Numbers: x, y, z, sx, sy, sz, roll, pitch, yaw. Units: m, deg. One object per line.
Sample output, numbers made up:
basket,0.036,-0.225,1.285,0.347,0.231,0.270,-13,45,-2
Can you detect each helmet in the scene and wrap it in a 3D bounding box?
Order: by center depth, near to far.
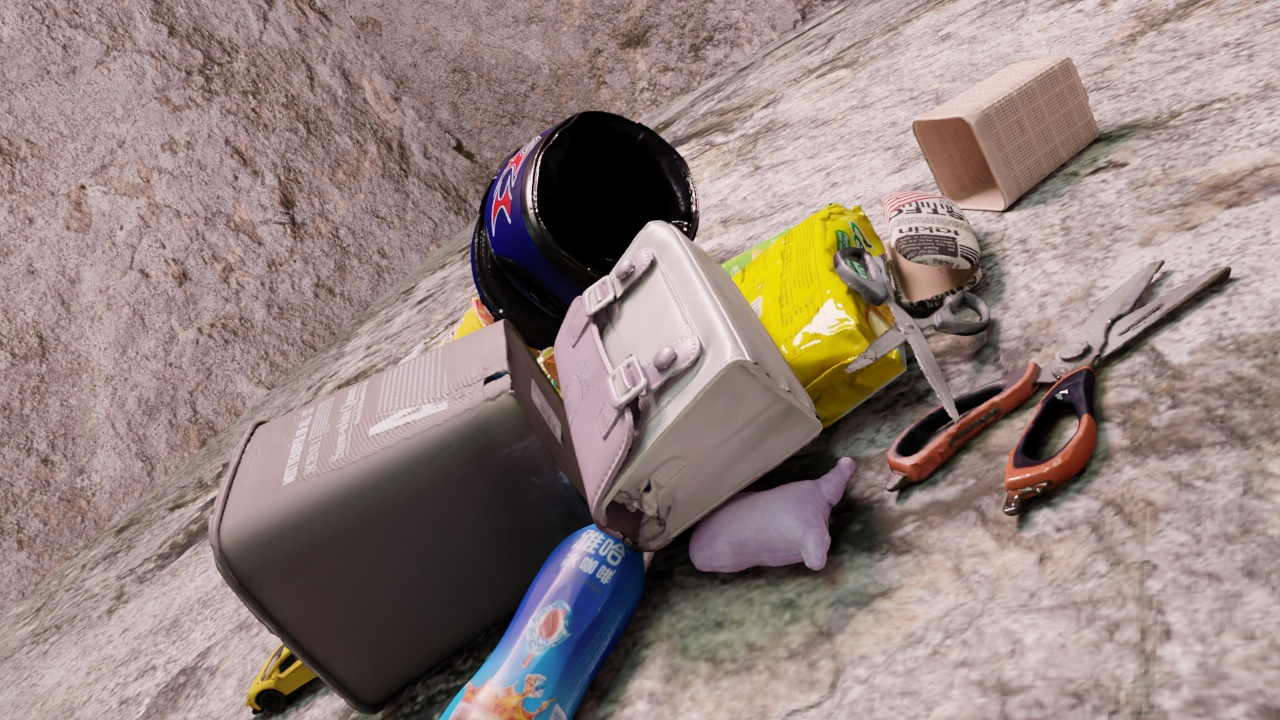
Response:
helmet,-0.079,-0.125,1.048,0.241,0.247,0.314,-44,11,41

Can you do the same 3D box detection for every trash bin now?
trash bin,-0.154,0.099,0.677,0.220,0.199,0.199,-30,28,4

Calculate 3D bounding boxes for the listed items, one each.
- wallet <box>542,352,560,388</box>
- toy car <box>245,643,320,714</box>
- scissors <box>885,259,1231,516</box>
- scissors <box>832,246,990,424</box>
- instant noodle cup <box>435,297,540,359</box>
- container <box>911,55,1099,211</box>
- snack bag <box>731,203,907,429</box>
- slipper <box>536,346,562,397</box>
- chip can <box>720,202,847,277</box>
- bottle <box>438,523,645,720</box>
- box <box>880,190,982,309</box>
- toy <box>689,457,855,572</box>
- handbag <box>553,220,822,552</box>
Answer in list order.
wallet,-0.005,0.005,0.808,0.132,0.108,0.031,-35,-2,-3
toy car,-0.276,0.246,0.778,0.156,0.041,0.071,-33,17,12
scissors,0.232,0.013,0.512,0.190,0.015,0.220,-22,21,35
scissors,0.170,-0.021,0.577,0.181,0.159,0.014,-116,35,-44
instant noodle cup,-0.185,0.013,1.075,0.110,0.138,0.138,-40,17,8
container,0.313,-0.196,0.782,0.111,0.090,0.090,-34,18,-6
snack bag,0.111,-0.023,0.692,0.158,0.068,0.245,-38,17,26
slipper,-0.080,0.031,0.916,0.191,0.081,0.091,-22,24,41
chip can,0.104,-0.066,0.846,0.222,0.072,0.072,-28,19,22
bottle,-0.042,0.154,0.553,0.065,0.065,0.218,-20,23,38
box,0.229,-0.082,0.724,0.075,0.081,0.163,1,24,7
toy,0.073,0.095,0.542,0.108,0.039,0.083,-24,22,43
handbag,0.012,0.011,0.603,0.145,0.098,0.196,-48,29,16
